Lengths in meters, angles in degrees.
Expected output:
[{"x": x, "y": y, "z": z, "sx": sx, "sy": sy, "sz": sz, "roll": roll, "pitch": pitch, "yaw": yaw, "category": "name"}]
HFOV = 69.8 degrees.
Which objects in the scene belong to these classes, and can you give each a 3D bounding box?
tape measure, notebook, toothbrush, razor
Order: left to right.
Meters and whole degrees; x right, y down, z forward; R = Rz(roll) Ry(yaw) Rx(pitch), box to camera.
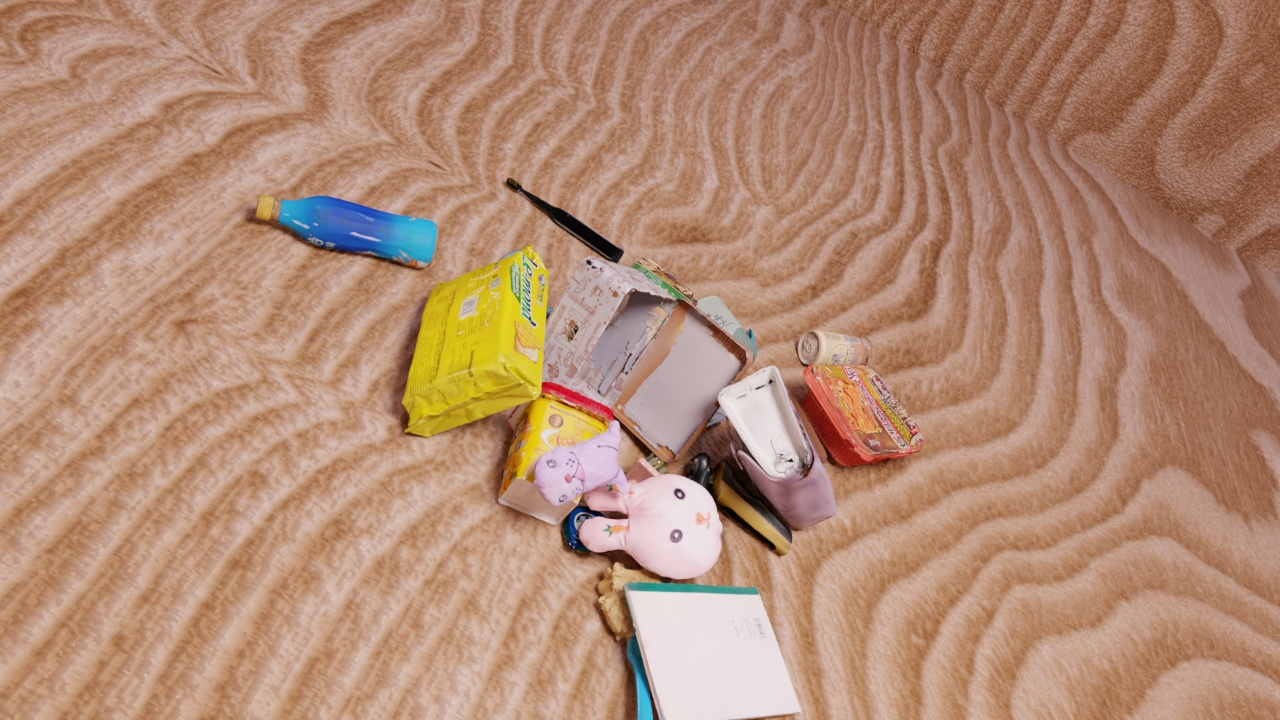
[{"x": -0.118, "y": -0.218, "z": 1.408, "sx": 0.212, "sy": 0.027, "sz": 0.026, "roll": 35, "pitch": 85, "yaw": 1, "category": "toothbrush"}, {"x": -0.060, "y": 0.193, "z": 1.039, "sx": 0.058, "sy": 0.025, "sz": 0.054, "roll": 11, "pitch": 43, "yaw": -30, "category": "tape measure"}, {"x": 0.080, "y": 0.310, "z": 0.984, "sx": 0.208, "sy": 0.012, "sz": 0.150, "roll": 14, "pitch": 46, "yaw": -40, "category": "notebook"}, {"x": 0.123, "y": 0.184, "z": 1.157, "sx": 0.167, "sy": 0.062, "sz": 0.067, "roll": 41, "pitch": 70, "yaw": 0, "category": "razor"}]

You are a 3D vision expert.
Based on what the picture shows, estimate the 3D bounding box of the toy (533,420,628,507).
[{"x": -0.064, "y": 0.117, "z": 0.971, "sx": 0.107, "sy": 0.039, "sz": 0.084, "roll": -17, "pitch": 101, "yaw": -29, "category": "toy"}]

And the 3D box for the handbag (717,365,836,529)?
[{"x": 0.171, "y": 0.118, "z": 1.138, "sx": 0.145, "sy": 0.098, "sz": 0.197, "roll": 60, "pitch": 2, "yaw": 31, "category": "handbag"}]

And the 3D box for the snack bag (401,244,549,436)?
[{"x": -0.191, "y": -0.031, "z": 1.072, "sx": 0.246, "sy": 0.158, "sz": 0.068, "roll": -91, "pitch": 155, "yaw": -44, "category": "snack bag"}]

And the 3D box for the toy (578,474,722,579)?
[{"x": 0.013, "y": 0.181, "z": 1.020, "sx": 0.159, "sy": 0.054, "sz": 0.121, "roll": 8, "pitch": 56, "yaw": -5, "category": "toy"}]

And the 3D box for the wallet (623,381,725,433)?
[{"x": 0.048, "y": 0.058, "z": 1.237, "sx": 0.129, "sy": 0.037, "sz": 0.106, "roll": -17, "pitch": 60, "yaw": -43, "category": "wallet"}]

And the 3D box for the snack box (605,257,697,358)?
[{"x": -0.002, "y": -0.063, "z": 1.242, "sx": 0.118, "sy": 0.118, "sz": 0.105, "roll": 37, "pitch": 21, "yaw": 6, "category": "snack box"}]

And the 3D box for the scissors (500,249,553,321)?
[{"x": -0.152, "y": -0.099, "z": 1.275, "sx": 0.170, "sy": 0.019, "sz": 0.181, "roll": 6, "pitch": 48, "yaw": -27, "category": "scissors"}]

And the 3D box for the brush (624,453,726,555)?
[{"x": 0.036, "y": 0.183, "z": 1.085, "sx": 0.145, "sy": 0.063, "sz": 0.072, "roll": 43, "pitch": 37, "yaw": 8, "category": "brush"}]

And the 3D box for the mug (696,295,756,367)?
[{"x": 0.098, "y": -0.021, "z": 1.324, "sx": 0.111, "sy": 0.082, "sz": 0.106, "roll": -28, "pitch": 66, "yaw": -14, "category": "mug"}]

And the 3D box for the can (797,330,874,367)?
[{"x": 0.314, "y": -0.014, "z": 1.469, "sx": 0.116, "sy": 0.059, "sz": 0.058, "roll": 7, "pitch": 47, "yaw": -29, "category": "can"}]

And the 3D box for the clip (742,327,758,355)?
[{"x": 0.168, "y": -0.030, "z": 1.422, "sx": 0.045, "sy": 0.014, "sz": 0.056, "roll": 11, "pitch": 46, "yaw": -22, "category": "clip"}]

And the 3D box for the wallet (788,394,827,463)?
[{"x": 0.197, "y": 0.101, "z": 1.300, "sx": 0.101, "sy": 0.032, "sz": 0.124, "roll": 0, "pitch": 50, "yaw": -30, "category": "wallet"}]

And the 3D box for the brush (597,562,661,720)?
[{"x": -0.002, "y": 0.313, "z": 0.935, "sx": 0.083, "sy": 0.046, "sz": 0.254, "roll": 21, "pitch": 36, "yaw": -20, "category": "brush"}]

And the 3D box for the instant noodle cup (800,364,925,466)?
[{"x": 0.314, "y": 0.085, "z": 1.343, "sx": 0.188, "sy": 0.079, "sz": 0.164, "roll": 2, "pitch": 49, "yaw": -44, "category": "instant noodle cup"}]

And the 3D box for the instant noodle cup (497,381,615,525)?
[{"x": -0.100, "y": 0.108, "z": 1.038, "sx": 0.116, "sy": 0.116, "sz": 0.123, "roll": 25, "pitch": 52, "yaw": -12, "category": "instant noodle cup"}]

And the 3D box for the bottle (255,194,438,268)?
[{"x": -0.369, "y": -0.170, "z": 1.162, "sx": 0.218, "sy": 0.065, "sz": 0.065, "roll": 12, "pitch": 45, "yaw": -25, "category": "bottle"}]

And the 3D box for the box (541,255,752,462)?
[{"x": -0.010, "y": 0.003, "z": 1.107, "sx": 0.198, "sy": 0.181, "sz": 0.157, "roll": 41, "pitch": 15, "yaw": 24, "category": "box"}]
